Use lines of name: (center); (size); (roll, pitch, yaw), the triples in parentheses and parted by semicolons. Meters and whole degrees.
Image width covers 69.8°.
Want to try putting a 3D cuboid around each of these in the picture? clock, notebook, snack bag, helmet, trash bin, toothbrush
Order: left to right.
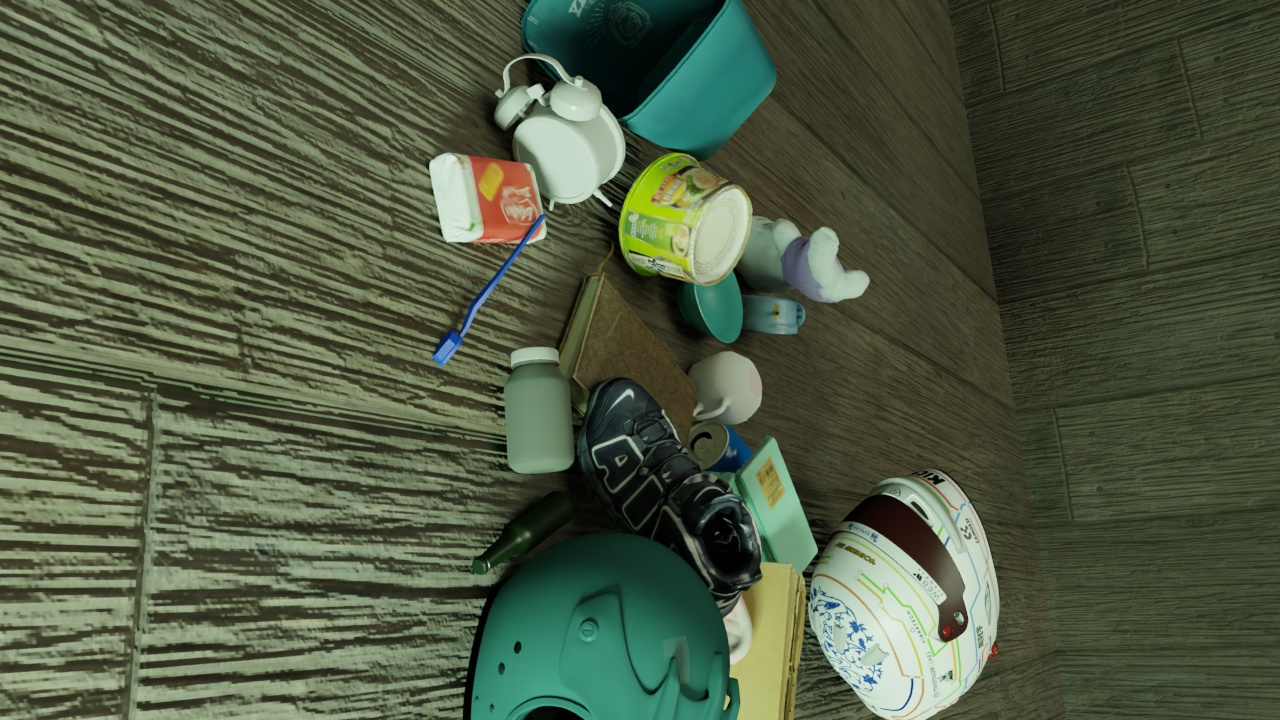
snack bag: (-0.139, -0.148, 0.849); (0.115, 0.036, 0.077); (-9, 87, -57)
toothbrush: (-0.133, -0.070, 0.820); (0.011, 0.017, 0.186); (47, 55, -28)
clock: (-0.079, -0.227, 0.900); (0.060, 0.120, 0.159); (-56, 136, -39)
helmet: (-0.021, 0.272, 0.726); (0.176, 0.201, 0.274); (37, 50, -46)
notebook: (-0.006, 0.008, 0.999); (0.215, 0.035, 0.189); (49, 42, -38)
trash bin: (0.027, -0.341, 1.012); (0.199, 0.197, 0.218); (49, 15, 23)
clock: (0.174, -0.062, 1.246); (0.124, 0.089, 0.051); (-7, 102, -66)
helmet: (0.346, 0.325, 1.245); (0.235, 0.231, 0.314); (-22, 107, -21)

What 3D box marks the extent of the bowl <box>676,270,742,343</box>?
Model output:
bowl: (0.079, -0.077, 1.150); (0.121, 0.046, 0.121); (26, 58, -51)

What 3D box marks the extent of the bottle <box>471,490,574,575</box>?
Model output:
bottle: (-0.103, 0.152, 0.801); (0.122, 0.033, 0.033); (-30, 104, -56)

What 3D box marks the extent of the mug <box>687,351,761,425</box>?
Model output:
mug: (0.099, 0.041, 1.109); (0.123, 0.076, 0.090); (-45, 117, -55)

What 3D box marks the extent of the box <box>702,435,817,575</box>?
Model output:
box: (0.124, 0.179, 1.038); (0.112, 0.078, 0.187); (-41, 124, -23)

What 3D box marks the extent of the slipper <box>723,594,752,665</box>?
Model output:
slipper: (0.048, 0.201, 0.929); (0.106, 0.056, 0.221); (-17, 72, -27)

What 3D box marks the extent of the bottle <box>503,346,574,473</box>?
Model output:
bottle: (-0.092, 0.045, 0.829); (0.060, 0.060, 0.108); (13, 68, -55)

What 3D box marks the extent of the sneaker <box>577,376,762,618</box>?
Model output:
sneaker: (0.033, 0.117, 0.834); (0.097, 0.151, 0.252); (-23, 81, -30)

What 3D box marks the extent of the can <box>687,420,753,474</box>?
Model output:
can: (0.108, 0.140, 1.085); (0.146, 0.079, 0.078); (49, 42, -37)

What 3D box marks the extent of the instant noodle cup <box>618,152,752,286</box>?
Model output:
instant noodle cup: (0.055, -0.153, 1.040); (0.145, 0.098, 0.146); (-34, 138, -38)

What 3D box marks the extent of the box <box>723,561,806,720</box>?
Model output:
box: (0.091, 0.330, 0.937); (0.092, 0.128, 0.248); (56, 37, -45)

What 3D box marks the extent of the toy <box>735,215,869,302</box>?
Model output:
toy: (0.203, -0.131, 1.248); (0.137, 0.209, 0.085); (42, 79, -33)
